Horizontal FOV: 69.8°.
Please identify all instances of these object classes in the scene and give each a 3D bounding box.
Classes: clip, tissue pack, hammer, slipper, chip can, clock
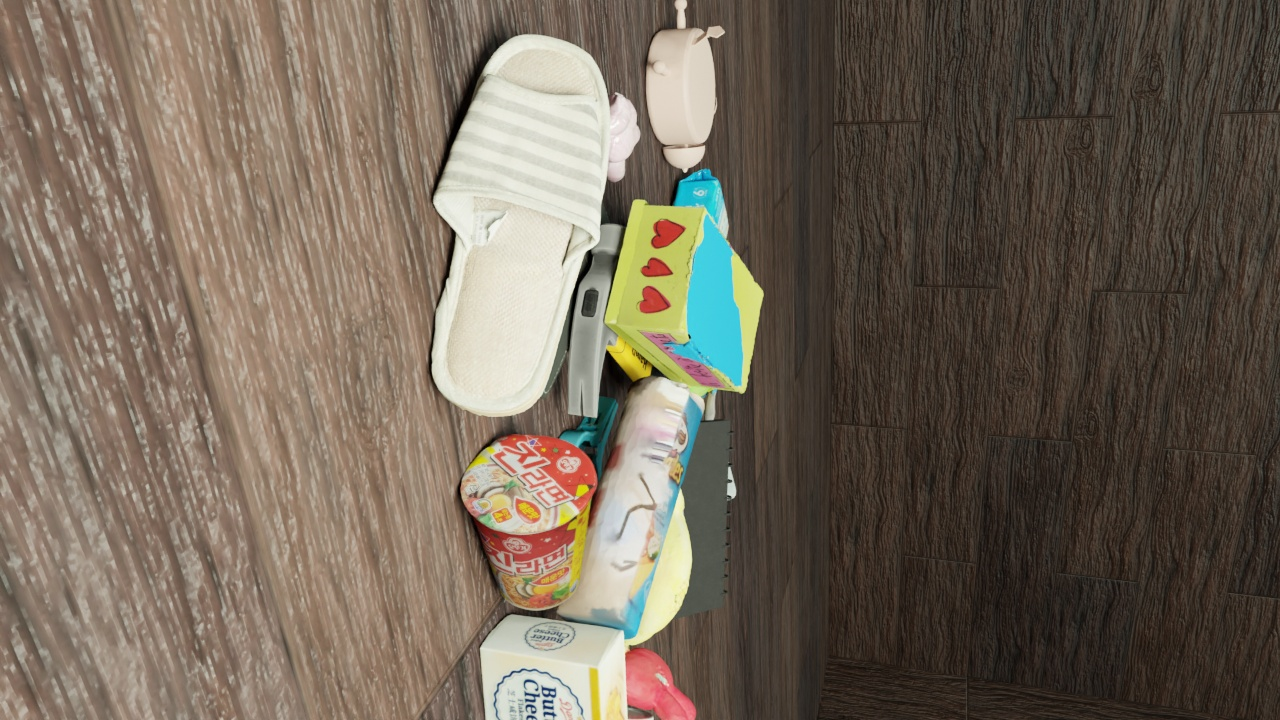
[{"bbox_3d":[-0.052,0.097,0.894,0.120,0.033,0.118,-21,110,-70],"label":"clip"},{"bbox_3d":[0.070,-0.161,1.164,0.093,0.062,0.144,66,35,-58],"label":"tissue pack"},{"bbox_3d":[-0.006,0.005,0.932,0.324,0.034,0.169,52,47,-67],"label":"hammer"},{"bbox_3d":[-0.085,-0.097,0.634,0.054,0.114,0.272,138,-39,-82],"label":"slipper"},{"bbox_3d":[-0.006,0.124,0.812,0.080,0.080,0.228,69,33,-52],"label":"chip can"},{"bbox_3d":[0.060,-0.320,1.083,0.161,0.086,0.130,79,22,-53],"label":"clock"}]

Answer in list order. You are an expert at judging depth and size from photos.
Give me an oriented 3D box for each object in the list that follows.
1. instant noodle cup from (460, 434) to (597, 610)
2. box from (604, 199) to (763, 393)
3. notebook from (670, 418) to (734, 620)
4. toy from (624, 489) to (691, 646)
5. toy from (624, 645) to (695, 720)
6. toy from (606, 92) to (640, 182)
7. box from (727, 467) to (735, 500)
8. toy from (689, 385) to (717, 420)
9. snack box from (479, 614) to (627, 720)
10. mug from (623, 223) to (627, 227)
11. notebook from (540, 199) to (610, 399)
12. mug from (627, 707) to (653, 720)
[{"bbox_3d":[-0.082,0.133,0.709,0.100,0.100,0.113,-63,159,-51],"label":"instant noodle cup"},{"bbox_3d":[0.047,-0.053,0.874,0.221,0.079,0.124,33,66,-63],"label":"box"},{"bbox_3d":[0.042,0.188,1.074,0.168,0.019,0.231,-2,96,-39],"label":"notebook"},{"bbox_3d":[0.000,0.185,0.876,0.064,0.170,0.155,27,92,-27],"label":"toy"},{"bbox_3d":[-0.001,0.326,0.939,0.045,0.135,0.091,-58,166,11],"label":"toy"},{"bbox_3d":[-0.025,-0.218,0.888,0.110,0.047,0.063,57,47,-76],"label":"toy"},{"bbox_3d":[0.075,0.133,1.197,0.118,0.063,0.213,67,11,20],"label":"box"},{"bbox_3d":[0.063,0.015,1.180,0.124,0.097,0.131,77,5,-56],"label":"toy"},{"bbox_3d":[-0.067,0.319,0.757,0.057,0.104,0.208,-40,131,-66],"label":"snack box"},{"bbox_3d":[0.001,-0.096,0.967,0.111,0.075,0.076,-31,127,-37],"label":"mug"},{"bbox_3d":[-0.077,-0.093,0.780,0.170,0.029,0.208,73,30,-43],"label":"notebook"},{"bbox_3d":[-0.031,0.407,0.920,0.082,0.082,0.105,37,57,-69],"label":"mug"}]
